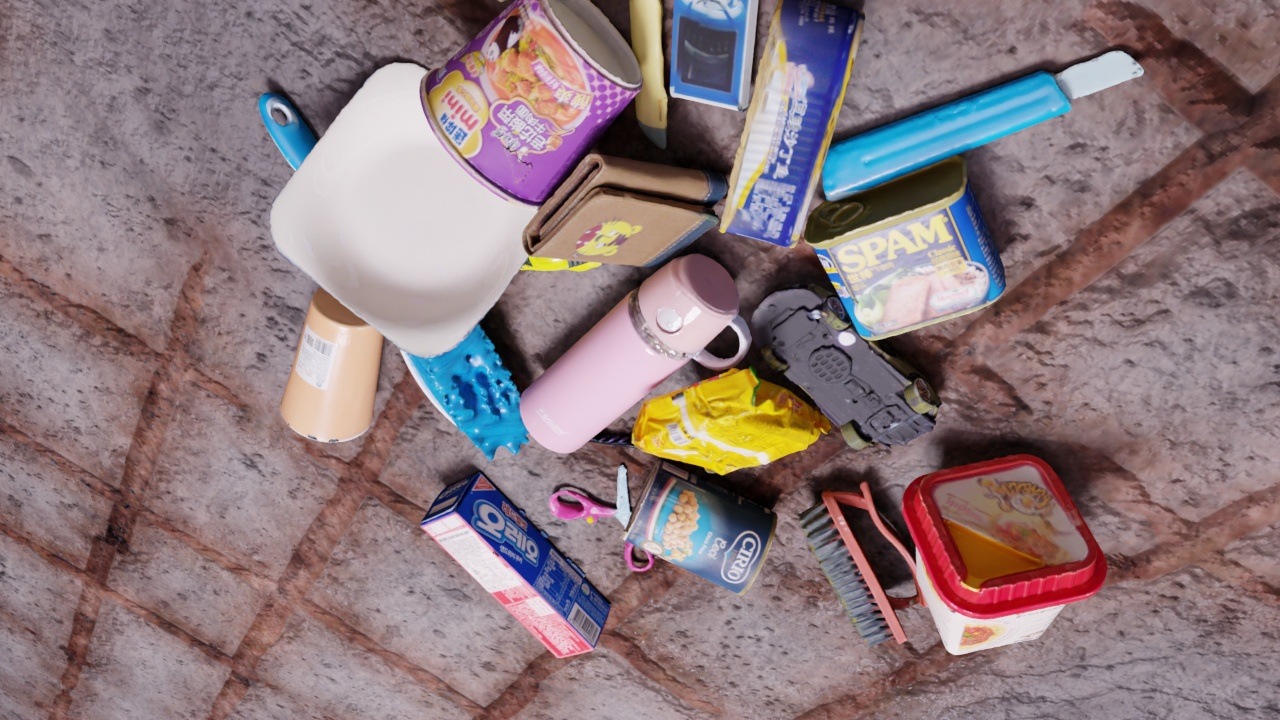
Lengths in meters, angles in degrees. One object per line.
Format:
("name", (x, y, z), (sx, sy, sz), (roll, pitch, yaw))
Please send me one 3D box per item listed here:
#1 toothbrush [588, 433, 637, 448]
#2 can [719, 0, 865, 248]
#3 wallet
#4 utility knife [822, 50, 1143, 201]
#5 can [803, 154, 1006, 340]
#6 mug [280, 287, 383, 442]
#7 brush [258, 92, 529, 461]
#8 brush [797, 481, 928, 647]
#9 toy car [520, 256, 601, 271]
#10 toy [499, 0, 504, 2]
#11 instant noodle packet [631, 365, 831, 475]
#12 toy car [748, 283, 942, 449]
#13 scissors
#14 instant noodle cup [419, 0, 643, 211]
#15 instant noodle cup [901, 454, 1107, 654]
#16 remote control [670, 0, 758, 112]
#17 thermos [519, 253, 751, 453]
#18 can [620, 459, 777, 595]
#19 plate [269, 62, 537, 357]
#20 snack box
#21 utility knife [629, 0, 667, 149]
("toothbrush", (-0.027, 0.065, 0.775), (0.189, 0.014, 0.017), (8, 121, 14))
("can", (0.086, -0.136, 0.537), (0.049, 0.074, 0.148), (15, 130, 4))
("wallet", (-0.008, -0.093, 0.585), (0.090, 0.115, 0.033), (-39, 64, 37))
("utility knife", (0.191, -0.138, 0.534), (0.183, 0.018, 0.034), (-16, 99, 28))
("can", (0.167, -0.068, 0.574), (0.102, 0.057, 0.083), (-18, 121, 30))
("mug", (-0.253, -0.001, 0.767), (0.078, 0.078, 0.123), (24, 126, 0))
("brush", (-0.185, -0.057, 0.701), (0.109, 0.060, 0.315), (23, 145, 48))
("brush", (0.183, 0.160, 0.747), (0.069, 0.063, 0.146), (-27, 115, 9))
("toy car", (-0.075, -0.085, 0.662), (0.105, 0.032, 0.048), (3, 128, 19))
("toy", (-0.099, -0.257, 0.514), (0.157, 0.066, 0.105), (3, 105, 30))
("instant noodle packet", (0.065, 0.046, 0.673), (0.111, 0.044, 0.128), (-24, 152, 27))
("toy car", (0.145, 0.004, 0.646), (0.158, 0.042, 0.070), (42, 128, -15))
("scissors", (-0.018, 0.145, 0.835), (0.133, 0.017, 0.134), (2, 124, 14))
("instant noodle cup", (-0.061, -0.164, 0.551), (0.111, 0.111, 0.099), (43, 121, -15))
("instant noodle cup", (0.256, 0.148, 0.671), (0.116, 0.116, 0.124), (-12, 137, -1))
("remote control", (0.044, -0.206, 0.525), (0.049, 0.024, 0.125), (21, 131, 22))
("thermos", (-0.004, 0.004, 0.682), (0.087, 0.067, 0.199), (48, 127, -4))
("can", (0.048, 0.138, 0.765), (0.111, 0.075, 0.075), (25, 131, 0))
("plate", (-0.152, -0.102, 0.635), (0.164, 0.034, 0.163), (39, 93, 1))
("snack box", (-0.116, 0.199, 0.885), (0.058, 0.057, 0.207), (-24, 116, 36))
("utility knife", (0.003, -0.213, 0.540), (0.031, 0.019, 0.184), (30, 142, 35))
